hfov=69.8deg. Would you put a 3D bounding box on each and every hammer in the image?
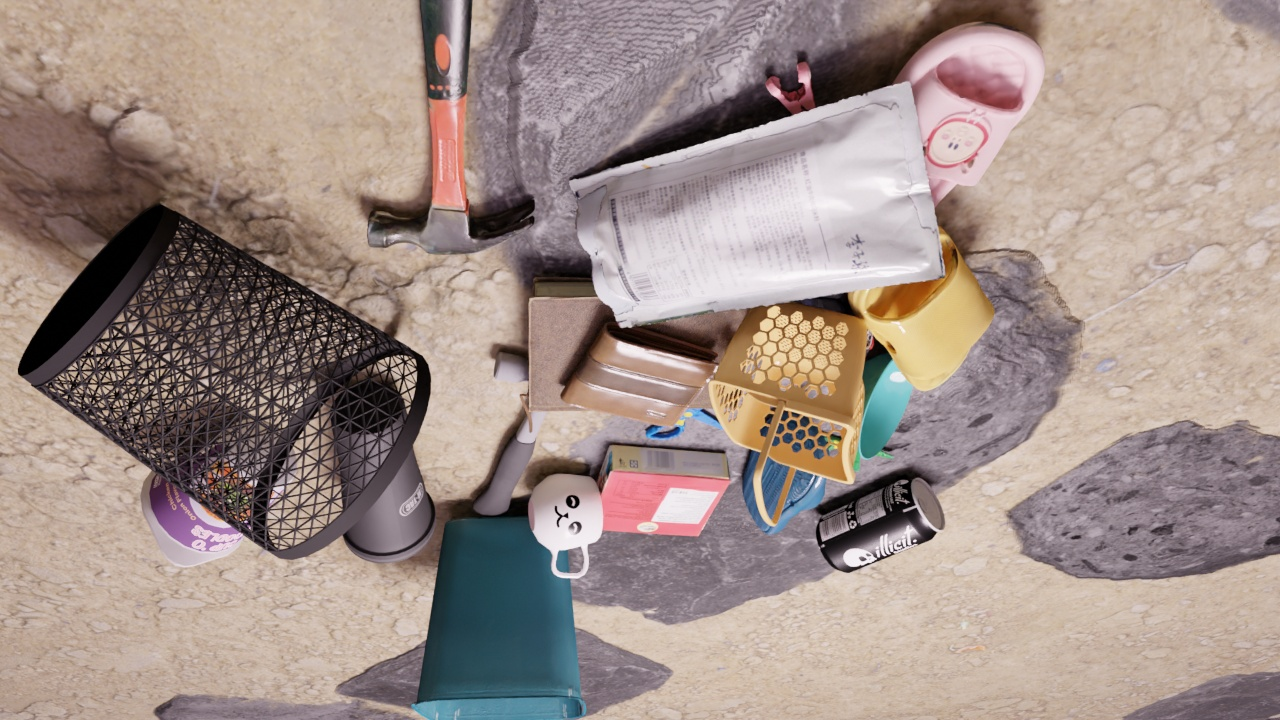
[{"bbox_3d":[-0.130,0.097,1.019,0.125,0.029,0.312,10,140,-17],"label":"hammer"},{"bbox_3d":[-0.134,-0.199,0.638,0.133,0.033,0.334,4,141,-7],"label":"hammer"}]

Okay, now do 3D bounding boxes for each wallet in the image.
[{"bbox_3d":[0.000,0.016,0.846,0.121,0.026,0.099,15,131,-23],"label":"wallet"}]

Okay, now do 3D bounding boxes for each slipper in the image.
[{"bbox_3d":[0.261,-0.031,0.805,0.099,0.078,0.263,-47,147,1],"label":"slipper"},{"bbox_3d":[0.166,0.127,1.040,0.059,0.103,0.214,-16,154,-20],"label":"slipper"},{"bbox_3d":[0.221,-0.158,0.701,0.106,0.055,0.222,8,142,-18],"label":"slipper"}]

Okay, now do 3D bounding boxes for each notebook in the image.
[{"bbox_3d":[-0.004,0.004,0.875,0.215,0.034,0.191,0,132,-9],"label":"notebook"}]

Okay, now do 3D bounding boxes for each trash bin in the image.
[{"bbox_3d":[-0.340,0.012,0.759,0.217,0.216,0.243,-26,130,26],"label":"trash bin"},{"bbox_3d":[-0.165,0.320,1.129,0.196,0.218,0.199,0,152,-3],"label":"trash bin"}]

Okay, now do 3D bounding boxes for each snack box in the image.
[{"bbox_3d":[0.019,0.159,1.101,0.142,0.040,0.145,5,142,-12],"label":"snack box"}]

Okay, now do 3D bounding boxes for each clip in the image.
[{"bbox_3d":[0.119,-0.196,0.673,0.058,0.023,0.050,23,136,-23],"label":"clip"}]

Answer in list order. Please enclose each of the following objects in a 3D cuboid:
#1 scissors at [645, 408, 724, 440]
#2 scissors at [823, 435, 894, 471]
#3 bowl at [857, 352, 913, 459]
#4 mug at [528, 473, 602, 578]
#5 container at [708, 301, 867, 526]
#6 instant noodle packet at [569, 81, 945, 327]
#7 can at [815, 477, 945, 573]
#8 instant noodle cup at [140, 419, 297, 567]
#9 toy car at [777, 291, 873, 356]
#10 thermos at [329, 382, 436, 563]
[{"bbox_3d":[0.048,0.053,0.993,0.126,0.013,0.129,-29,138,30],"label":"scissors"},{"bbox_3d":[0.252,0.092,1.061,0.129,0.012,0.117,17,137,-23],"label":"scissors"},{"bbox_3d":[0.233,0.036,0.938,0.046,0.121,0.121,24,155,32],"label":"bowl"},{"bbox_3d":[-0.089,0.194,1.074,0.076,0.124,0.090,-3,178,-19],"label":"mug"},{"bbox_3d":[0.128,0.055,0.808,0.129,0.166,0.183,16,163,18],"label":"container"},{"bbox_3d":[0.085,-0.109,0.712,0.270,0.057,0.147,-10,113,21],"label":"instant noodle packet"},{"bbox_3d":[0.300,0.208,1.157,0.146,0.080,0.080,-33,134,32],"label":"can"},{"bbox_3d":[-0.435,0.132,0.966,0.122,0.136,0.122,-36,124,21],"label":"instant noodle cup"},{"bbox_3d":[0.154,-0.058,0.809,0.082,0.056,0.189,12,158,31],"label":"toy car"},{"bbox_3d":[-0.280,0.121,0.985,0.106,0.105,0.219,1,137,-6],"label":"thermos"}]
